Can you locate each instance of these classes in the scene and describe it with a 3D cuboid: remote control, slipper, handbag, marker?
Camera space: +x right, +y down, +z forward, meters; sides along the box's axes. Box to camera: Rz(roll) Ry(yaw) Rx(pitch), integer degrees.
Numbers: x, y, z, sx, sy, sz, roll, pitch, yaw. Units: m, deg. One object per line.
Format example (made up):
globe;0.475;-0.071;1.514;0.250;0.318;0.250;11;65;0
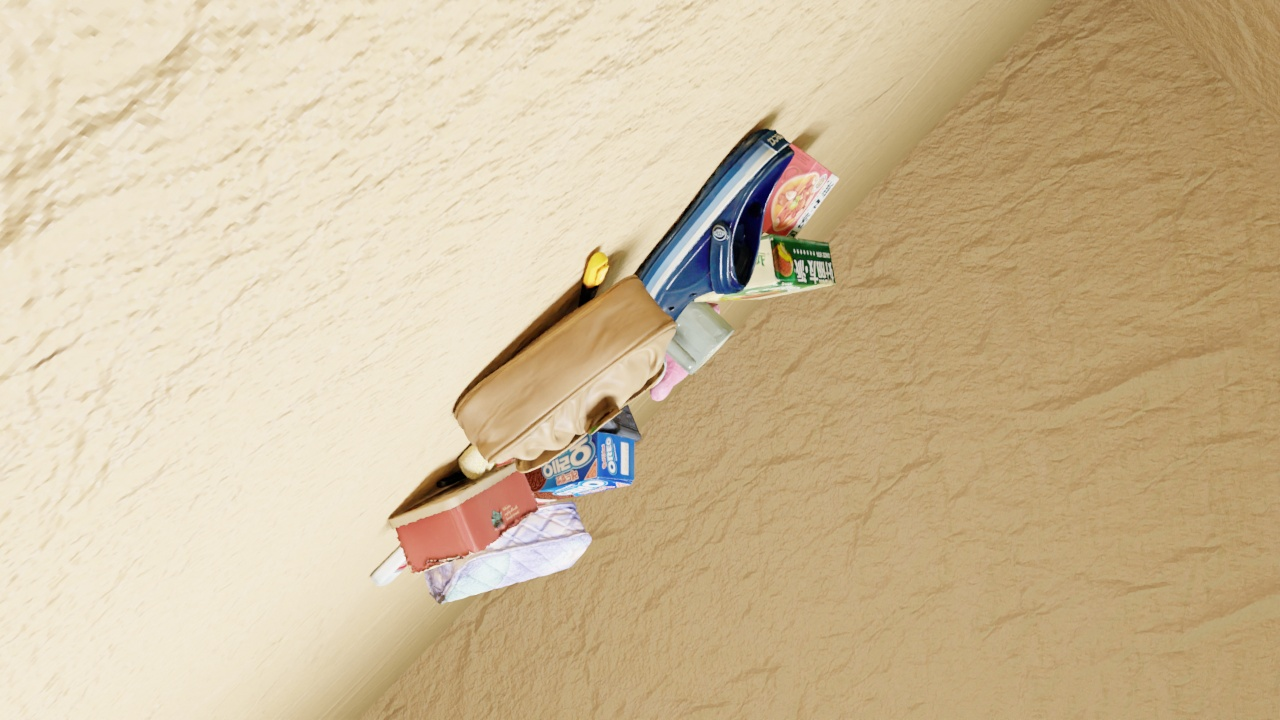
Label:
remote control;-0.265;0.218;1.103;0.136;0.020;0.056;-45;175;-8
slipper;0.081;-0.116;0.928;0.254;0.095;0.104;-54;168;33
handbag;-0.060;0.021;0.814;0.204;0.100;0.148;-36;173;-9
marker;-0.042;-0.064;0.790;0.018;0.015;0.124;-37;174;-16
handbag;-0.168;0.242;1.176;0.193;0.075;0.134;-6;146;-34
slipper;-0.063;0.060;1.149;0.083;0.110;0.268;-21;171;5
marker;-0.190;0.121;1.009;0.018;0.015;0.124;-8;-177;17

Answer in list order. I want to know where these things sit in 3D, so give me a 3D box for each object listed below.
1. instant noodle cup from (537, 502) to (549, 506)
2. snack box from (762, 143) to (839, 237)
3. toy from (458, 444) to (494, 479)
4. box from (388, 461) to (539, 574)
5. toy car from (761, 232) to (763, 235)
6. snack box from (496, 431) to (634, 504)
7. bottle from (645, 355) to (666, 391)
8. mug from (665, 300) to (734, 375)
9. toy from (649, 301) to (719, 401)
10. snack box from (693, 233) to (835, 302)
instant noodle cup;-0.192;0.229;1.303;0.116;0.116;0.124;-37;157;-54
snack box;0.180;-0.194;1.136;0.127;0.044;0.113;-54;160;17
toy;-0.119;0.073;0.941;0.157;0.066;0.105;-31;172;19
box;-0.180;0.171;0.969;0.091;0.079;0.168;-21;180;18
toy car;0.157;-0.187;1.217;0.105;0.031;0.049;-47;159;-1
snack box;-0.095;0.132;1.100;0.057;0.058;0.208;17;155;-40
bottle;-0.007;0.007;1.123;0.068;0.068;0.189;-46;177;5
mug;0.045;-0.039;1.126;0.084;0.103;0.123;-49;174;28
toy;0.049;-0.035;1.299;0.194;0.074;0.178;-58;-163;0
snack box;0.159;-0.114;1.166;0.115;0.063;0.239;-9;180;28
